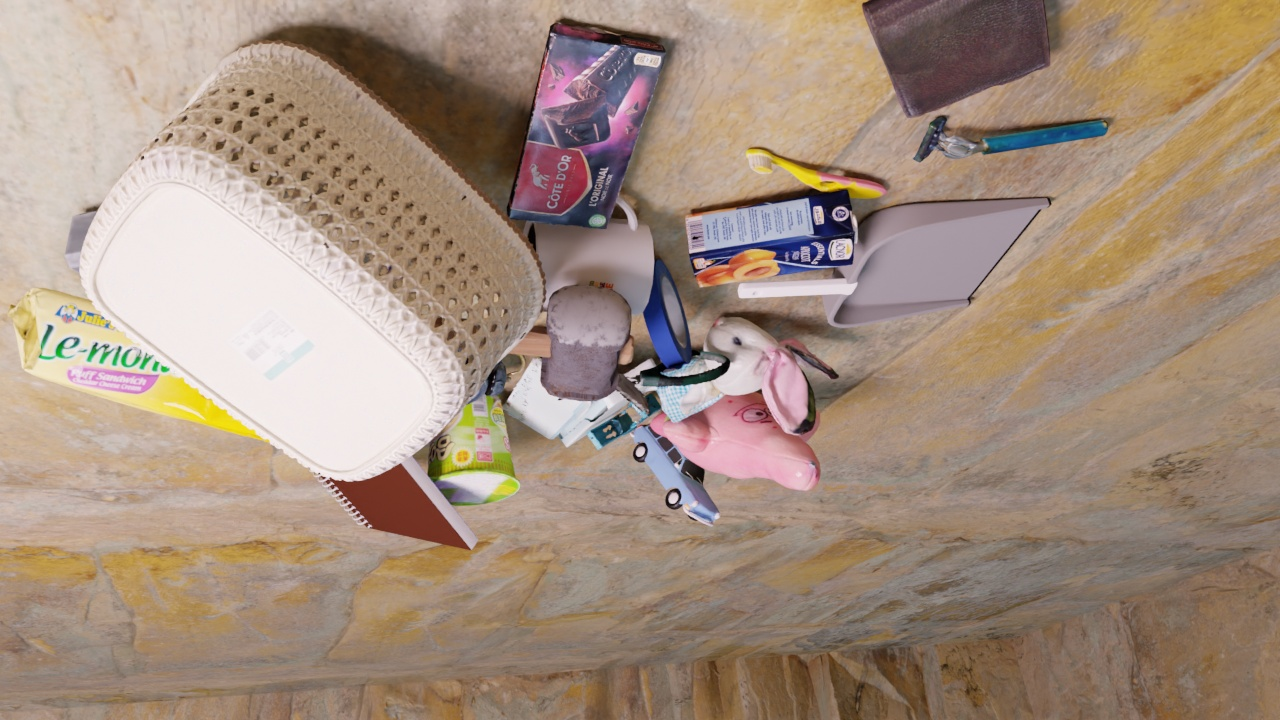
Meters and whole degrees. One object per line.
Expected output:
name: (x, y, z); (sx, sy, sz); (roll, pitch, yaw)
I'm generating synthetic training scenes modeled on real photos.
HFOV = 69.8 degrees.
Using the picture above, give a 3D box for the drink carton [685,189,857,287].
drink carton: (0.105, -0.096, 0.733); (0.130, 0.040, 0.064); (-8, 161, 9)

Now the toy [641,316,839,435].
toy: (0.081, 0.003, 0.910); (0.206, 0.130, 0.106); (-2, 116, 33)

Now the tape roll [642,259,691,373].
tape roll: (0.021, -0.039, 0.781); (0.016, 0.093, 0.091); (-15, -172, 14)

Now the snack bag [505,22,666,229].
snack bag: (-0.039, -0.148, 0.607); (0.074, 0.018, 0.156); (4, 141, -18)

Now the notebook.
notebook: (-0.276, 0.108, 0.912); (0.172, 0.022, 0.209); (3, 136, 35)

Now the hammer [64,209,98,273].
hammer: (-0.306, -0.035, 0.757); (0.117, 0.051, 0.323); (-9, 155, 9)

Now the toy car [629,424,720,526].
toy car: (0.043, 0.129, 1.065); (0.055, 0.153, 0.056); (-48, 134, 9)

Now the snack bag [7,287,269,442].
snack bag: (-0.337, 0.016, 0.713); (0.247, 0.068, 0.160); (15, 167, -3)

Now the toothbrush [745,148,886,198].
toothbrush: (0.137, -0.139, 0.700); (0.135, 0.016, 0.021); (9, 155, -28)

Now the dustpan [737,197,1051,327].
dustpan: (0.211, -0.078, 0.817); (0.257, 0.033, 0.163); (-3, 152, -9)

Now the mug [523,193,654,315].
mug: (-0.041, -0.086, 0.707); (0.089, 0.073, 0.105); (1, 126, -17)

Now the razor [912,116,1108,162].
razor: (0.279, -0.165, 0.682); (0.144, 0.022, 0.042); (-6, 154, -5)

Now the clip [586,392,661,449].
clip: (-0.023, 0.070, 0.978); (0.113, 0.028, 0.126); (-34, 176, 22)

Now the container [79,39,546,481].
container: (-0.189, -0.049, 0.542); (0.246, 0.142, 0.185); (41, 123, -18)

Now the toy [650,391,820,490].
toy: (0.113, 0.083, 0.984); (0.191, 0.097, 0.237); (-3, -168, -27)

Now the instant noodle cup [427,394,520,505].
instant noodle cup: (-0.177, 0.084, 0.949); (0.099, 0.107, 0.099); (-6, 153, -3)

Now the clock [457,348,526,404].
clock: (-0.173, 0.006, 0.864); (0.129, 0.052, 0.090); (-9, 153, -6)

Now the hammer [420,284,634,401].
hammer: (-0.168, -0.023, 0.672); (0.328, 0.052, 0.098); (5, 150, -6)

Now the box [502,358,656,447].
box: (-0.065, 0.037, 0.930); (0.125, 0.075, 0.198); (20, 158, -11)

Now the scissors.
scissors: (-0.005, 0.005, 0.809); (0.203, 0.202, 0.015); (-2, 113, -27)

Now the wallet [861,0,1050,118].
wallet: (0.201, -0.206, 0.578); (0.100, 0.031, 0.120); (-17, 154, 23)
